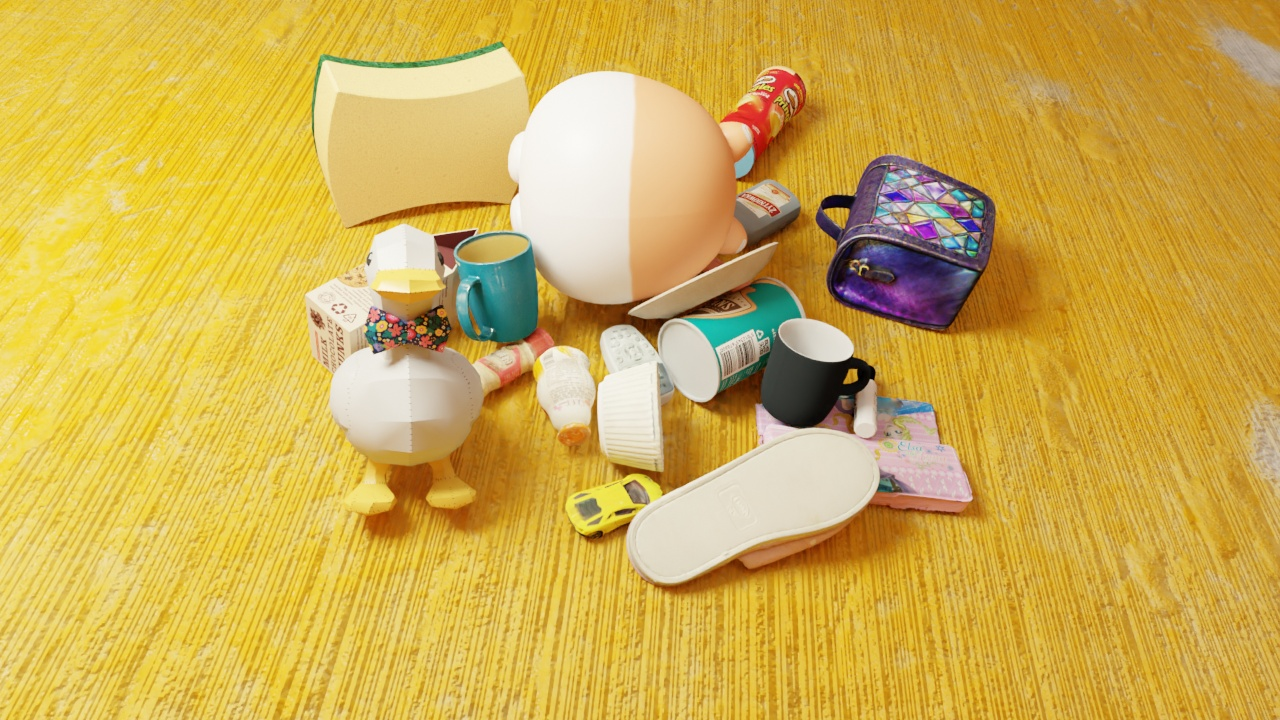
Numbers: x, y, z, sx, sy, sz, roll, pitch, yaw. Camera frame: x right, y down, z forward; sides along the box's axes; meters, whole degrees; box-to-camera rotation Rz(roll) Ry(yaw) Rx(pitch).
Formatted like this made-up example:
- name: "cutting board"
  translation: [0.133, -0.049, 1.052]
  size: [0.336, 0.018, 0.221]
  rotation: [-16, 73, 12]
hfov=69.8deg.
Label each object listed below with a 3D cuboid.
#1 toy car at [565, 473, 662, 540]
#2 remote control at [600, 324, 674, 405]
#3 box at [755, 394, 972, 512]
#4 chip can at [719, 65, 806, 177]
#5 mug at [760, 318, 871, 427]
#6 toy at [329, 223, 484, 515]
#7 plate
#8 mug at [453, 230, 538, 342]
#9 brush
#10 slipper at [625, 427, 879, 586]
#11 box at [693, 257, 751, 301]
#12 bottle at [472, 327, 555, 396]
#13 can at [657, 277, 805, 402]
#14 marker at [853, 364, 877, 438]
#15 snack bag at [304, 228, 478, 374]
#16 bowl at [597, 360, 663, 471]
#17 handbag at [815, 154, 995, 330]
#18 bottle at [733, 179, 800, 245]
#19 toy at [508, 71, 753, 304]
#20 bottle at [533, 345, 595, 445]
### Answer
- name: "toy car"
  translation: [-0.025, 0.144, 0.925]
  size: [0.106, 0.030, 0.049]
  rotation: [-16, 54, -28]
- name: "remote control"
  translation: [-0.006, 0.006, 1.052]
  size: [0.060, 0.028, 0.114]
  rotation: [-13, 54, -23]
- name: "box"
  translation: [0.246, 0.093, 1.041]
  size: [0.230, 0.035, 0.158]
  rotation: [7, 43, -8]
- name: "chip can"
  translation: [0.175, -0.364, 1.390]
  size: [0.087, 0.087, 0.212]
  rotation: [28, 49, 11]
- name: "mug"
  translation: [0.199, 0.016, 1.021]
  size: [0.121, 0.095, 0.085]
  rotation: [3, 35, -14]
- name: "toy"
  translation: [-0.219, 0.007, 0.860]
  size: [0.140, 0.268, 0.247]
  rotation: [-2, 11, -16]
- name: "plate"
  translation: [0.076, -0.084, 1.055]
  size: [0.188, 0.189, 0.027]
  rotation: [-26, 92, -32]
- name: "mug"
  translation: [-0.158, -0.069, 0.989]
  size: [0.084, 0.104, 0.111]
  rotation: [10, 36, 25]
- name: "brush"
  translation: [-0.266, -0.277, 1.126]
  size: [0.249, 0.195, 0.075]
  rotation: [-13, 54, -24]
- name: "slipper"
  translation: [0.114, 0.149, 0.927]
  size: [0.274, 0.054, 0.114]
  rotation: [-19, 74, -12]
- name: "box"
  translation: [0.142, -0.072, 1.151]
  size: [0.187, 0.053, 0.058]
  rotation: [35, 18, 15]
- name: "bottle"
  translation: [-0.145, 0.003, 1.012]
  size: [0.108, 0.044, 0.044]
  rotation: [-31, 62, -34]
- name: "can"
  translation: [0.107, -0.026, 1.061]
  size: [0.143, 0.099, 0.099]
  rotation: [-26, 60, -32]
- name: "marker"
  translation: [0.261, 0.044, 1.064]
  size: [0.025, 0.025, 0.125]
  rotation: [18, 35, 2]
- name: "snack bag"
  translation: [-0.257, -0.067, 1.010]
  size: [0.070, 0.095, 0.205]
  rotation: [37, 51, 19]
- name: "bowl"
  translation: [-0.010, 0.060, 0.956]
  size: [0.062, 0.115, 0.115]
  rotation: [-4, 48, 3]
- name: "handbag"
  translation: [0.343, -0.165, 1.228]
  size: [0.222, 0.126, 0.204]
  rotation: [22, 47, 7]
- name: "bottle"
  translation: [0.145, -0.194, 1.257]
  size: [0.160, 0.046, 0.072]
  rotation: [-32, 63, -34]
- name: "toy"
  translation: [-0.012, -0.200, 1.071]
  size: [0.281, 0.263, 0.265]
  rotation: [0, 24, -2]
- name: "bottle"
  translation: [-0.079, 0.038, 0.984]
  size: [0.063, 0.063, 0.108]
  rotation: [-2, 51, -15]
